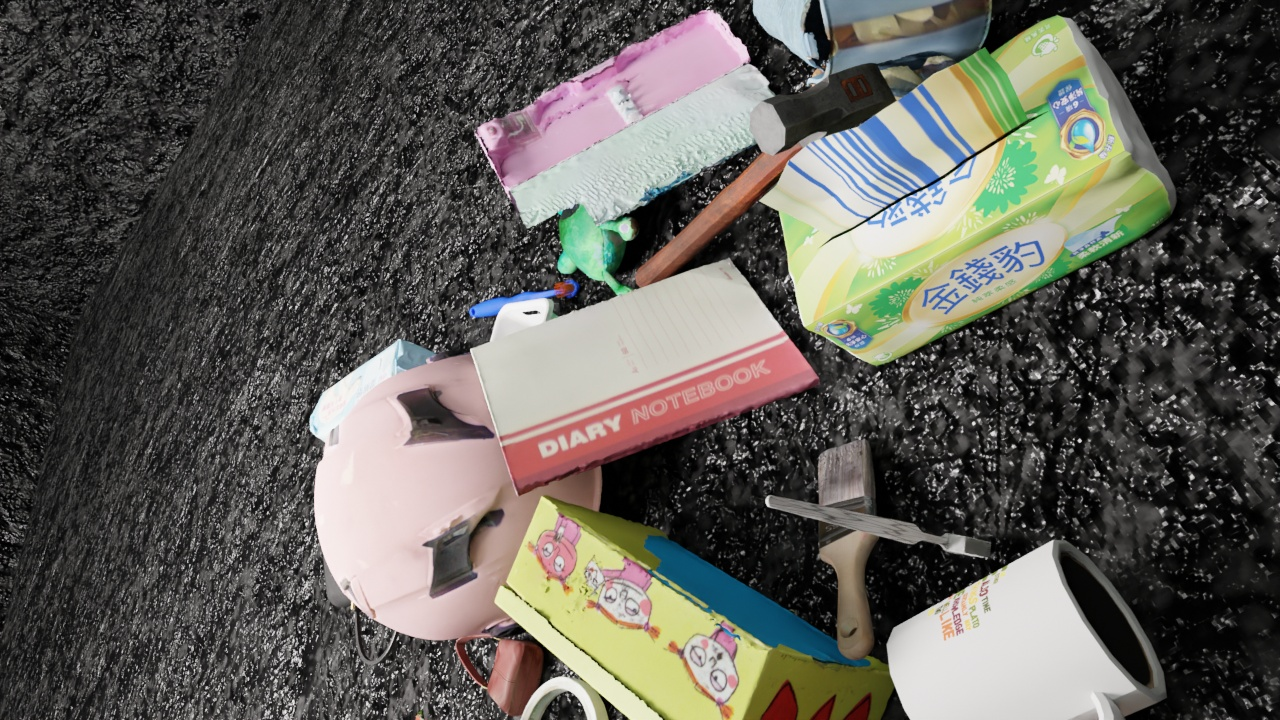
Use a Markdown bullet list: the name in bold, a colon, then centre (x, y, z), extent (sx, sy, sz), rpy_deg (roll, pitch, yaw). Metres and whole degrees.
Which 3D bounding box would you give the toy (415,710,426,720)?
- **toy**: centre (-0.141, 0.358, 0.657), extent (0.134, 0.092, 0.207), rpy_deg (4, 83, 56)

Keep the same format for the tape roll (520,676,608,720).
- **tape roll**: centre (-0.057, 0.276, 0.657), extent (0.093, 0.013, 0.092), rpy_deg (-26, 52, 39)

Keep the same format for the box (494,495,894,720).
- **box**: centre (0.024, 0.161, 0.537), extent (0.221, 0.124, 0.081), rpy_deg (23, 89, 50)

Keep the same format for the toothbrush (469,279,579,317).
- **toothbrush**: centre (-0.121, -0.059, 0.903), extent (0.183, 0.018, 0.016), rpy_deg (-8, 93, 47)

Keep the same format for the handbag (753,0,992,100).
- **handbag**: centre (0.144, -0.230, 0.617), extent (0.122, 0.119, 0.191), rpy_deg (-16, 37, -3)

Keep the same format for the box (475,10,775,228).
- **box**: centre (-0.006, -0.185, 0.745), extent (0.230, 0.035, 0.159), rpy_deg (-28, 57, -1)

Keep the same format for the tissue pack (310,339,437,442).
- **tissue pack**: centre (-0.239, 0.051, 0.909), extent (0.182, 0.112, 0.069), rpy_deg (-29, 50, 38)

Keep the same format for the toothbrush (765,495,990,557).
- **toothbrush**: centre (0.117, 0.077, 0.422), extent (0.010, 0.181, 0.010), rpy_deg (-3, 74, 46)

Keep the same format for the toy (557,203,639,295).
- **toy**: centre (-0.045, -0.131, 0.818), extent (0.193, 0.072, 0.131), rpy_deg (-119, 23, -49)

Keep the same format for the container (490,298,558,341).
- **container**: centre (-0.100, 0.015, 0.814), extent (0.081, 0.049, 0.129), rpy_deg (-3, 69, 49)

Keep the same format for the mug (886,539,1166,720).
- **mug**: centre (0.170, 0.143, 0.402), extent (0.090, 0.073, 0.105), rpy_deg (-41, 18, 28)

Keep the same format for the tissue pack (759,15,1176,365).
- **tissue pack**: centre (0.157, -0.097, 0.499), extent (0.198, 0.141, 0.120), rpy_deg (-37, 46, 32)

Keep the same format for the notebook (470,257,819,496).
- **notebook**: centre (-0.004, 0.004, 0.635), extent (0.208, 0.012, 0.153), rpy_deg (-20, 42, -8)

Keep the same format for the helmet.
- **helmet**: centre (-0.155, 0.102, 0.708), extent (0.256, 0.152, 0.230), rpy_deg (-18, 75, 39)

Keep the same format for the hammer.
- **hammer**: centre (0.062, -0.105, 0.614), extent (0.028, 0.110, 0.301), rpy_deg (62, 155, 4)

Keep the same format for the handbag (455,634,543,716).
- **handbag**: centre (-0.121, 0.244, 0.743), extent (0.120, 0.029, 0.055), rpy_deg (-2, 71, 55)

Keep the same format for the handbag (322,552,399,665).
- **handbag**: centre (-0.247, 0.191, 0.886), extent (0.176, 0.072, 0.195), rpy_deg (-24, 58, 40)

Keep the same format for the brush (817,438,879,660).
- **brush**: centre (0.115, 0.099, 0.510), extent (0.039, 0.012, 0.150), rpy_deg (-35, 26, 32)
